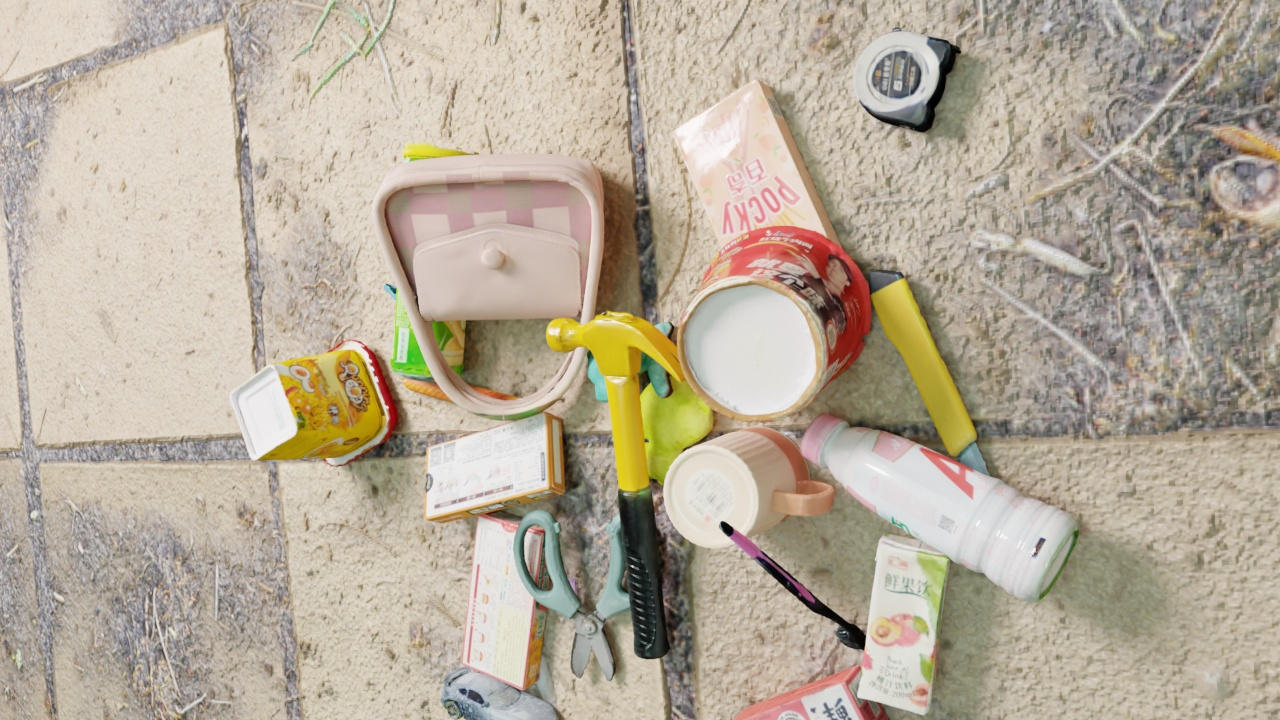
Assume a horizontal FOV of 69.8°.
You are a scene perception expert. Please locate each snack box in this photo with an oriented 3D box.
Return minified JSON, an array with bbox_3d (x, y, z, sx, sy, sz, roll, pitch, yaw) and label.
[{"bbox_3d":[-0.128,0.228,0.882,0.077,0.027,0.156,12,98,27],"label":"snack box"},{"bbox_3d":[0.150,0.324,0.726,0.113,0.044,0.127,-33,78,26],"label":"snack box"},{"bbox_3d":[0.093,-0.136,0.741,0.085,0.026,0.157,-27,80,27],"label":"snack box"},{"bbox_3d":[-0.141,0.103,0.869,0.154,0.026,0.075,-18,63,28],"label":"snack box"}]

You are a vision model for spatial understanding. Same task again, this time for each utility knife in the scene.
[{"bbox_3d":[0.223,0.028,0.685,0.033,0.015,0.216,-29,81,45],"label":"utility knife"}]

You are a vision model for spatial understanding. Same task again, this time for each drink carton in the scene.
[{"bbox_3d":[0.200,0.195,0.691,0.054,0.045,0.122,8,98,22],"label":"drink carton"}]

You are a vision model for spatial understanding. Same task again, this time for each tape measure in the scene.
[{"bbox_3d":[0.193,-0.208,0.678,0.066,0.033,0.066,25,102,23],"label":"tape measure"}]

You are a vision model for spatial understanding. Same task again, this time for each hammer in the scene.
[{"bbox_3d":[-0.005,0.108,0.768,0.129,0.032,0.301,2,104,33],"label":"hammer"}]

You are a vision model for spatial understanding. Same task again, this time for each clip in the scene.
[{"bbox_3d":[-0.240,-0.065,0.934,0.057,0.014,0.047,47,110,20],"label":"clip"}]

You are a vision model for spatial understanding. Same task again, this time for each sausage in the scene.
[{"bbox_3d":[-0.172,0.033,0.897,0.165,0.021,0.021,13,99,27],"label":"sausage"}]

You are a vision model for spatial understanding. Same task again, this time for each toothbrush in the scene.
[{"bbox_3d":[0.116,0.172,0.687,0.018,0.014,0.189,-22,126,41],"label":"toothbrush"}]

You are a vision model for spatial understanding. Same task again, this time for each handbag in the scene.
[{"bbox_3d":[-0.123,-0.061,0.806,0.193,0.093,0.234,-1,106,3],"label":"handbag"}]

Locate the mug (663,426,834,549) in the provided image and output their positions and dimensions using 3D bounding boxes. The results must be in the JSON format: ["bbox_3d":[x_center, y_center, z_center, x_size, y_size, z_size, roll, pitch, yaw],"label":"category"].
[{"bbox_3d":[0.089,0.100,0.711,0.115,0.105,0.082,9,97,28],"label":"mug"}]

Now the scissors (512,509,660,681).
[{"bbox_3d":[-0.062,0.206,0.834,0.171,0.019,0.177,19,103,10],"label":"scissors"}]

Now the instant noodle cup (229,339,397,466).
[{"bbox_3d":[-0.332,0.047,0.928,0.116,0.123,0.116,-28,79,26],"label":"instant noodle cup"}]

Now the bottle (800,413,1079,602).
[{"bbox_3d":[0.207,0.097,0.665,0.197,0.068,0.068,29,106,34],"label":"bottle"}]

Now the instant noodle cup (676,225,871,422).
[{"bbox_3d":[0.096,-0.024,0.680,0.138,0.108,0.138,7,111,19],"label":"instant noodle cup"}]

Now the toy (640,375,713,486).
[{"bbox_3d":[0.019,0.060,0.790,0.097,0.031,0.100,3,95,30],"label":"toy"}]

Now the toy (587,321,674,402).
[{"bbox_3d":[-0.005,0.005,0.791,0.092,0.030,0.096,-34,46,18],"label":"toy"}]

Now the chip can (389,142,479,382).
[{"bbox_3d":[-0.197,-0.090,0.876,0.073,0.072,0.221,9,97,28],"label":"chip can"}]

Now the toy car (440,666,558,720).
[{"bbox_3d":[-0.135,0.328,0.876,0.121,0.054,0.037,14,101,27],"label":"toy car"}]
